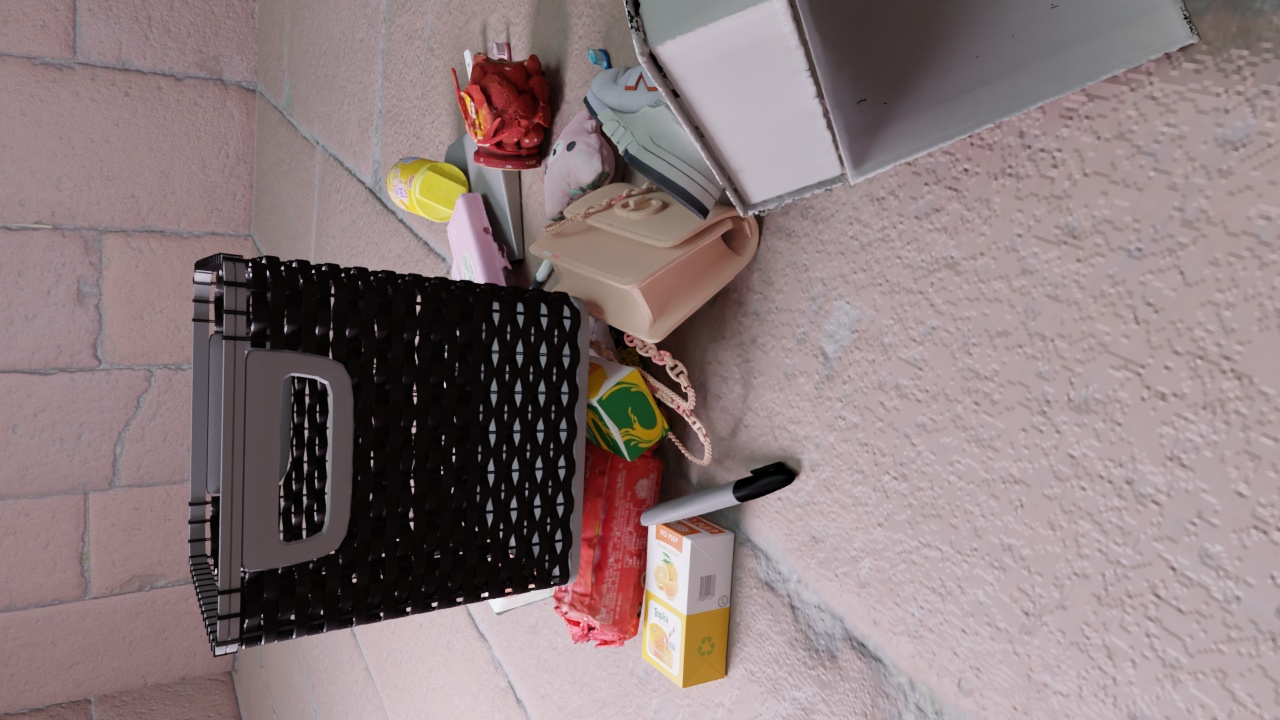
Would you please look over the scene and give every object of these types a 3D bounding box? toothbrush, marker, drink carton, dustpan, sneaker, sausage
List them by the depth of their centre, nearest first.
[{"bbox_3d":[0.039,-0.190,0.645,0.124,0.089,0.239,-49,29,16],"label":"sneaker"},{"bbox_3d":[0.053,0.098,0.664,0.139,0.016,0.022,-23,42,36],"label":"marker"},{"bbox_3d":[0.036,0.179,0.707,0.059,0.040,0.122,16,105,58],"label":"drink carton"},{"bbox_3d":[-0.035,0.032,0.726,0.123,0.041,0.058,15,138,59],"label":"drink carton"},{"bbox_3d":[-0.005,0.005,0.784,0.020,0.020,0.155,-56,46,44],"label":"sausage"},{"bbox_3d":[-0.020,-0.228,0.797,0.022,0.017,0.135,-59,44,45],"label":"toothbrush"},{"bbox_3d":[-0.105,-0.087,0.945,0.187,0.017,0.012,-51,49,48],"label":"toothbrush"},{"bbox_3d":[-0.142,-0.289,0.996,0.022,0.016,0.135,-38,60,55],"label":"toothbrush"},{"bbox_3d":[-0.185,-0.230,1.062,0.163,0.033,0.257,-6,96,59],"label":"dustpan"}]

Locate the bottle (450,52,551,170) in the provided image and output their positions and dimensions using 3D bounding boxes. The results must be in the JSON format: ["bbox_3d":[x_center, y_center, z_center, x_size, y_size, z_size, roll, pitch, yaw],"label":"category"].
[{"bbox_3d":[-0.136,-0.250,0.913,0.099,0.098,0.111,36,127,52],"label":"bottle"}]

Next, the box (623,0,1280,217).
[{"bbox_3d":[0.173,-0.185,0.471,0.165,0.445,0.167,134,127,-62],"label":"box"}]

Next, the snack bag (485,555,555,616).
[{"bbox_3d":[-0.092,0.154,0.859,0.041,0.077,0.226,55,141,35],"label":"snack bag"}]

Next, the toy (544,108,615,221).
[{"bbox_3d":[-0.055,-0.182,0.829,0.099,0.052,0.095,-30,54,52],"label":"toy"}]

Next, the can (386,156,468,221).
[{"bbox_3d":[-0.252,-0.203,1.080,0.105,0.067,0.068,25,113,53],"label":"can"}]

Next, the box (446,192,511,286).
[{"bbox_3d":[-0.185,-0.071,1.029,0.154,0.041,0.201,-56,44,48],"label":"box"}]

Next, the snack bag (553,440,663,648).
[{"bbox_3d":[-0.027,0.147,0.750,0.082,0.082,0.176,-5,75,59],"label":"snack bag"}]

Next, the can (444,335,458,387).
[{"bbox_3d":[-0.136,0.007,0.903,0.067,0.120,0.067,6,97,59],"label":"can"}]

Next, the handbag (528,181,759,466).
[{"bbox_3d":[0.014,-0.045,0.726,0.199,0.116,0.187,26,147,51],"label":"handbag"}]

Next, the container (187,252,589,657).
[{"bbox_3d":[-0.199,0.053,0.698,0.246,0.243,0.247,8,96,60],"label":"container"}]
